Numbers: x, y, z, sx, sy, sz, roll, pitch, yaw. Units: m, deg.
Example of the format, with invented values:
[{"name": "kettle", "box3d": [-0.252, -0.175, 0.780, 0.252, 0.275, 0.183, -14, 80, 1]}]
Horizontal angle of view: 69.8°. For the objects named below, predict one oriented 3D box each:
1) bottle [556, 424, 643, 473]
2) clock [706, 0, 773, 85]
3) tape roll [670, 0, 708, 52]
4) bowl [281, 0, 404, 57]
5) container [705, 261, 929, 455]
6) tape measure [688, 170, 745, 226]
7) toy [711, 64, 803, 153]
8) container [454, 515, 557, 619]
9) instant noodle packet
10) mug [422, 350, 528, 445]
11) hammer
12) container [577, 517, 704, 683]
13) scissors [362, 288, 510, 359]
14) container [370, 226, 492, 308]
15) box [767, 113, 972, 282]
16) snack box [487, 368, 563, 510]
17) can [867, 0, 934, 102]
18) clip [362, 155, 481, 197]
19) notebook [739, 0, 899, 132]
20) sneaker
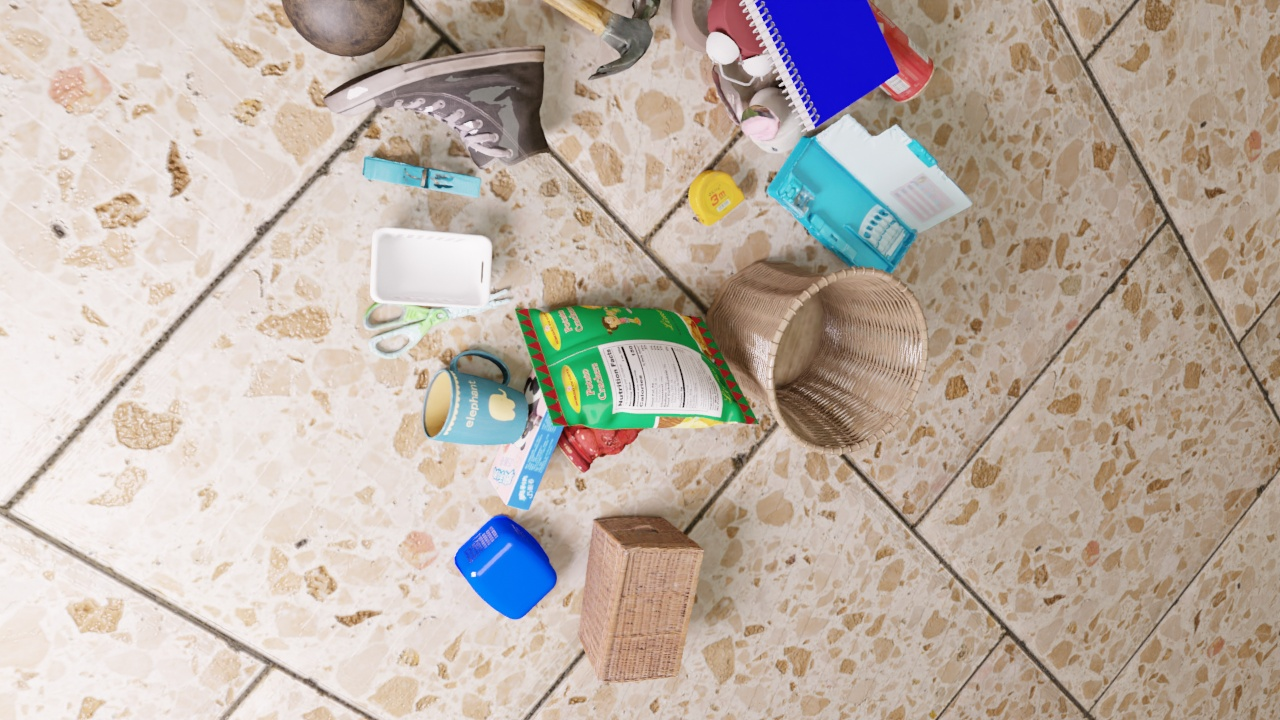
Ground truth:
[{"name": "bottle", "box3d": [-0.052, 0.072, 1.129, 0.111, 0.099, 0.099, -37, 116, 0]}, {"name": "clock", "box3d": [0.120, -0.381, 1.054, 0.087, 0.044, 0.124, 10, 91, -25]}, {"name": "tape roll", "box3d": [0.084, -0.413, 1.081, 0.093, 0.030, 0.094, -7, 107, -23]}, {"name": "bowl", "box3d": [-0.292, -0.366, 0.910, 0.121, 0.056, 0.121, -7, 107, -23]}, {"name": "container", "box3d": [0.208, -0.019, 1.154, 0.226, 0.196, 0.227, -7, 107, -23]}, {"name": "tape measure", "box3d": [0.089, -0.206, 1.142, 0.068, 0.030, 0.059, -41, 117, -11]}, {"name": "toy", "box3d": [0.186, -0.313, 1.137, 0.205, 0.131, 0.106, -21, 143, -26]}, {"name": "container", "box3d": [-0.164, 0.262, 1.144, 0.096, 0.058, 0.114, -43, 117, -8]}, {"name": "instant noodle packet", "box3d": [-0.006, 0.006, 1.078, 0.252, 0.195, 0.091, 1, 132, -25]}, {"name": "mug", "box3d": [-0.188, 0.044, 1.068, 0.104, 0.085, 0.112, 13, 70, -33]}, {"name": "hammer", "box3d": [-0.133, -0.413, 0.968, 0.330, 0.033, 0.132, 24, 69, -23]}, {"name": "container", "box3d": [-0.007, 0.307, 1.197, 0.113, 0.113, 0.198, 4, 103, -25]}, {"name": "scissors", "box3d": [-0.230, -0.055, 1.051, 0.175, 0.033, 0.072, -21, 110, -22]}, {"name": "container", "box3d": [-0.233, -0.101, 1.010, 0.129, 0.050, 0.081, 2, 94, -25]}, {"name": "box", "box3d": [0.299, -0.221, 1.210, 0.227, 0.074, 0.181, 34, 112, -28]}, {"name": "snack box", "box3d": [-0.131, 0.092, 1.095, 0.033, 0.088, 0.154, 21, 96, -27]}, {"name": "can", "box3d": [0.298, -0.398, 1.161, 0.170, 0.067, 0.067, 29, 91, -28]}, {"name": "clip", "box3d": [-0.230, -0.193, 0.969, 0.126, 0.113, 0.028, 9, 98, -13]}, {"name": "notebook", "box3d": [0.198, -0.391, 1.053, 0.171, 0.022, 0.209, -36, 105, -26]}, {"name": "sneaker", "box3d": [-0.205, -0.258, 0.965, 0.234, 0.095, 0.120, -17, 111, -27]}]
